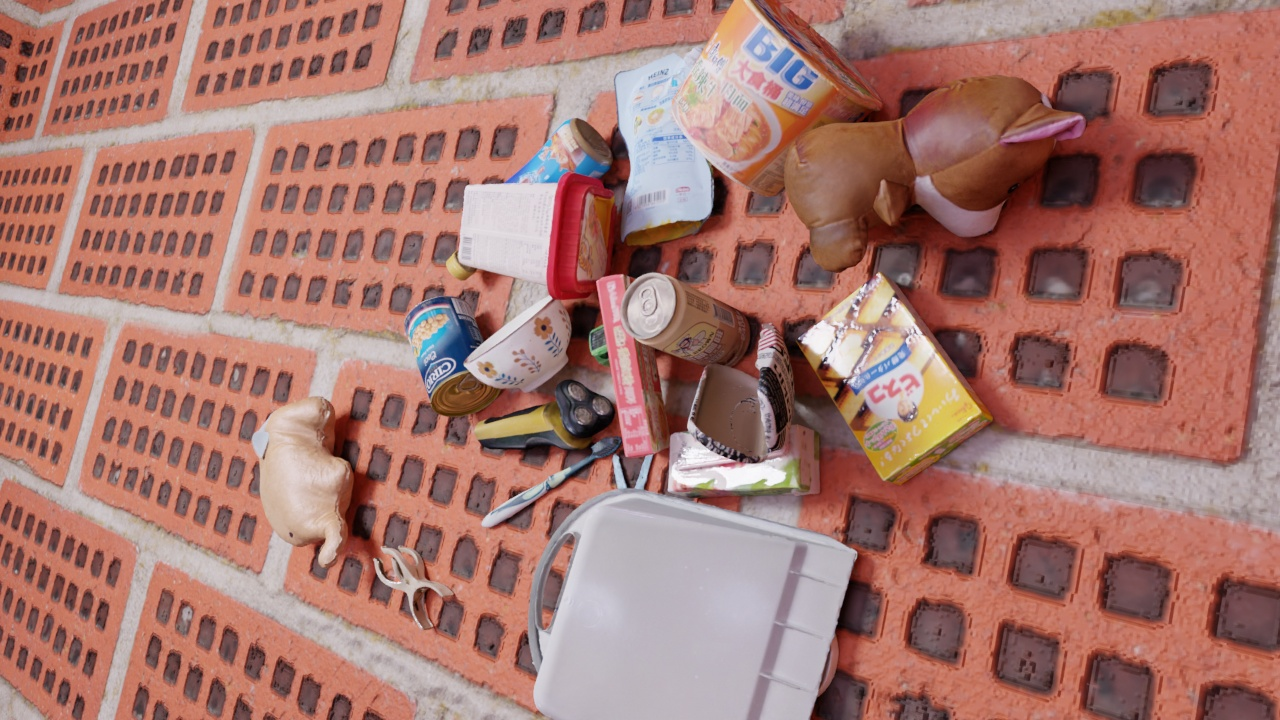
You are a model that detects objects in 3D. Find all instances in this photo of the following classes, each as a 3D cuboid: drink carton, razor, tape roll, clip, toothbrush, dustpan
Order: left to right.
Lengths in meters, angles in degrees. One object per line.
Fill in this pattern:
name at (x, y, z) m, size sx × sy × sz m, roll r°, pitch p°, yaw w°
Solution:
clip at (-0.240, 0.233, 0.968) m, size 0.100 × 0.034 × 0.072 m, roll 40°, pitch 102°, yaw 33°
razor at (-0.101, 0.059, 0.894) m, size 0.168 × 0.062 × 0.067 m, roll -13°, pitch 101°, yaw 41°
toothbrush at (-0.091, 0.120, 0.891) m, size 0.192 × 0.018 × 0.016 m, roll -34°, pitch 60°, yaw 26°
dustpan at (0.017, 0.218, 0.760) m, size 0.258 × 0.142 × 0.222 m, roll 16°, pitch 84°, yaw 10°
drink carton at (0.082, 0.083, 0.747) m, size 0.123 × 0.045 × 0.053 m, roll -8°, pitch 72°, yaw 36°
tape roll at (0.111, 0.222, 0.708) m, size 0.086 × 0.014 × 0.085 m, roll -12°, pitch 71°, yaw 35°

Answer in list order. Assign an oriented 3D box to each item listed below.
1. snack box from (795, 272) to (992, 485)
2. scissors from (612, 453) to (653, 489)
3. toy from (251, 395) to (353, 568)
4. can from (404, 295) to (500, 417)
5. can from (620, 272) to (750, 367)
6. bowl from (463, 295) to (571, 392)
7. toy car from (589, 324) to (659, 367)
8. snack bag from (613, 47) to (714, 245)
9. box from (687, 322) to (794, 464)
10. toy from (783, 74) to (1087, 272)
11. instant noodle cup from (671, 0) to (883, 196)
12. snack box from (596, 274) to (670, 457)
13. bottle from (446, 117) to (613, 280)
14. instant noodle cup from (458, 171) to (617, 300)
snack box at (0.188, 0.013, 0.693) m, size 0.087 × 0.033 × 0.140 m, roll -41°, pitch 58°, yaw 23°
scissors at (-0.003, 0.144, 0.819) m, size 0.113 × 0.017 × 0.134 m, roll 15°, pitch 84°, yaw 41°
toy at (-0.389, 0.153, 1.075) m, size 0.144 × 0.082 × 0.225 m, roll -45°, pitch 57°, yaw 31°
can at (-0.200, -0.006, 0.973) m, size 0.075 × 0.075 × 0.111 m, roll -42°, pitch 56°, yaw 22°
can at (0.040, -0.031, 0.765) m, size 0.059 × 0.116 × 0.058 m, roll -11°, pitch 71°, yaw 36°
bowl at (-0.111, -0.008, 0.900) m, size 0.114 × 0.113 × 0.062 m, roll -29°, pitch 104°, yaw 29°
toy car at (-0.007, -0.024, 0.854) m, size 0.091 × 0.036 × 0.043 m, roll -20°, pitch 65°, yaw 29°
snack bag at (0.022, -0.208, 0.879) m, size 0.111 × 0.038 × 0.190 m, roll -14°, pitch 68°, yaw 40°
box at (0.075, 0.029, 0.700) m, size 0.088 × 0.162 × 0.076 m, roll -15°, pitch 107°, yaw 12°
toy at (0.208, -0.137, 0.664) m, size 0.200 × 0.130 × 0.140 m, roll -26°, pitch 24°, yaw 18°
instant noodle cup at (0.105, -0.215, 0.753) m, size 0.112 × 0.151 × 0.151 m, roll -47°, pitch 54°, yaw 28°
snack box at (-0.005, 0.005, 0.791) m, size 0.025 × 0.075 × 0.153 m, roll -10°, pitch 88°, yaw 14°
bottle at (-0.124, -0.160, 0.962) m, size 0.219 × 0.065 × 0.065 m, roll -38°, pitch 58°, yaw 25°
instant noodle cup at (-0.098, -0.122, 0.873) m, size 0.124 × 0.116 × 0.117 m, roll 9°, pitch 98°, yaw 16°
